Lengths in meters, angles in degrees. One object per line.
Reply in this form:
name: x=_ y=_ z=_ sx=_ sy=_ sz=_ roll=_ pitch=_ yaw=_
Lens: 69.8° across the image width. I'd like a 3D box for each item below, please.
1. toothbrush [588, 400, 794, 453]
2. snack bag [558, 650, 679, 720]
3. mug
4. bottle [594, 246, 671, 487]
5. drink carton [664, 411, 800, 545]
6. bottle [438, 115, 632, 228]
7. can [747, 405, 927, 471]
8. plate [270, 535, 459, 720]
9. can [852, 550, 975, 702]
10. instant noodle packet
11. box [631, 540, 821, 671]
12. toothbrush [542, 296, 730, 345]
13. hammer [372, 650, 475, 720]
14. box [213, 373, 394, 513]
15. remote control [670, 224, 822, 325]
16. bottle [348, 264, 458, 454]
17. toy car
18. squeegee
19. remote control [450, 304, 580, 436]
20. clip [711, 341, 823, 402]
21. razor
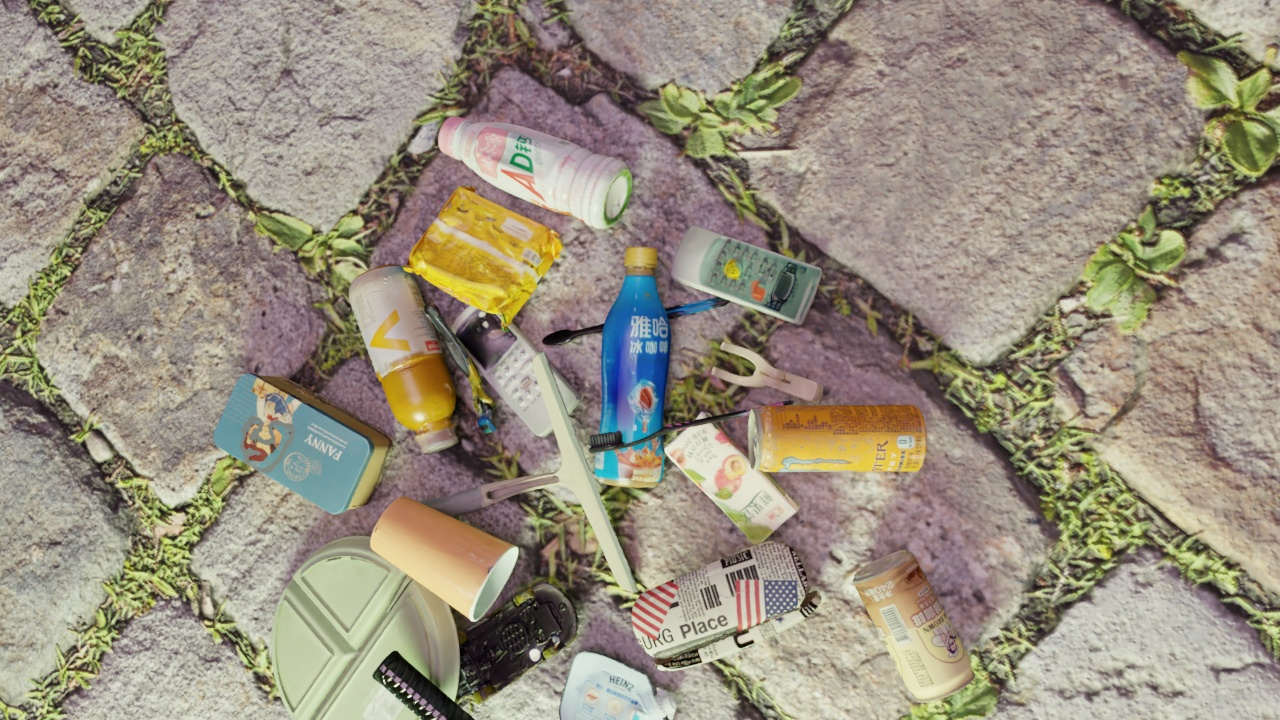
toothbrush: x=0.045 y=0.055 z=0.815 sx=0.189 sy=0.014 sz=0.017 roll=-13 pitch=83 yaw=-5
snack bag: x=-0.037 y=0.377 z=0.858 sx=0.110 sy=0.038 sz=0.191 roll=19 pitch=91 yaw=18
mug: x=-0.188 y=0.182 z=0.866 sx=0.123 sy=0.078 sz=0.078 roll=26 pitch=93 yaw=12
bottle: x=-0.005 y=0.005 z=0.850 sx=0.065 sy=0.065 sz=0.218 roll=4 pitch=91 yaw=14
drink carton: x=0.084 y=0.107 z=0.838 sx=0.122 sy=0.045 sz=0.053 roll=46 pitch=99 yaw=12
bottle: x=-0.106 y=-0.191 z=0.894 sx=0.197 sy=0.068 sz=0.068 roll=24 pitch=93 yaw=18
can: x=0.169 y=0.068 z=0.796 sx=0.146 sy=0.058 sz=0.058 roll=0 pitch=87 yaw=0
plate: x=-0.280 y=0.290 z=0.910 sx=0.231 sy=0.027 sz=0.230 roll=-1 pitch=89 yaw=25
can: x=0.233 y=0.226 z=0.787 sx=0.058 sy=0.058 sz=0.116 roll=-29 pitch=81 yaw=11
instant noodle packet: x=-0.152 y=-0.102 z=0.902 sx=0.128 sy=0.044 sz=0.110 roll=30 pitch=79 yaw=12
box: x=0.075 y=0.217 z=0.817 sx=0.162 sy=0.075 sz=0.086 roll=-23 pitch=89 yaw=14
toothbrush: x=-0.005 y=-0.038 z=0.887 sx=0.190 sy=0.016 sz=0.014 roll=-13 pitch=79 yaw=10
hammer: x=-0.120 y=0.371 z=0.831 sx=0.301 sy=0.033 sz=0.129 roll=38 pitch=92 yaw=5
box: x=-0.338 y=0.085 z=0.937 sx=0.184 sy=0.062 sz=0.090 roll=24 pitch=93 yaw=16
remote control: x=0.097 y=-0.081 z=0.855 sx=0.135 sy=0.019 sz=0.056 roll=22 pitch=85 yaw=14
bottle: x=-0.230 y=0.000 z=0.911 sx=0.068 sy=0.068 sz=0.189 roll=-24 pitch=82 yaw=11
toy car: x=-0.124 y=0.271 z=0.881 sx=0.158 sy=0.042 sz=0.070 roll=-35 pitch=76 yaw=16
squeegee: x=-0.150 y=0.134 z=0.900 sx=0.247 sy=0.039 sz=0.246 roll=-17 pitch=101 yaw=19
remote control: x=-0.127 y=0.005 z=0.909 sx=0.058 sy=0.021 sz=0.150 roll=-46 pitch=79 yaw=7
clip: x=0.116 y=0.015 z=0.837 sx=0.100 sy=0.072 sz=0.034 roll=22 pitch=92 yaw=17
razor: x=-0.174 y=0.005 z=0.903 sx=0.022 sy=0.043 sz=0.142 roll=-28 pitch=91 yaw=-23
